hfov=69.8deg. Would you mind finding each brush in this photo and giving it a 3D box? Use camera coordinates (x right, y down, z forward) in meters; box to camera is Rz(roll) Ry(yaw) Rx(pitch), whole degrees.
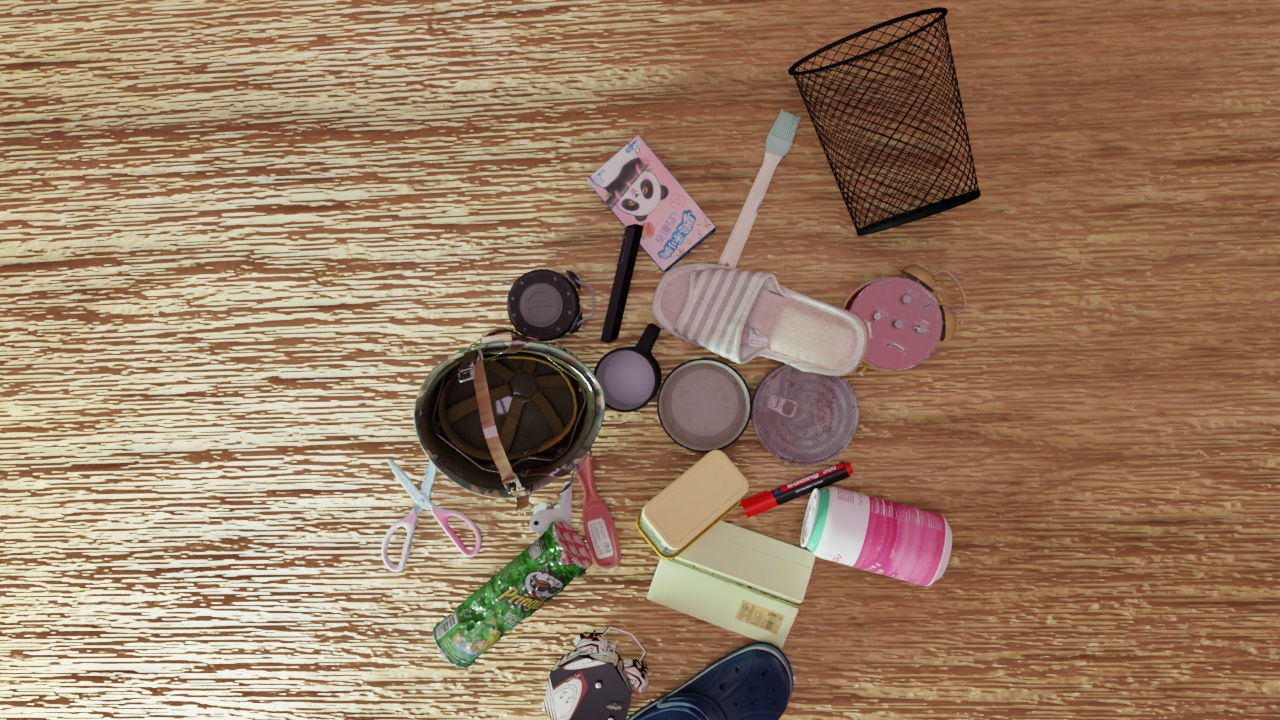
[{"bbox_3d":[-0.059,0.182,1.178,0.041,0.030,0.172,-15,91,7],"label":"brush"},{"bbox_3d":[0.147,-0.210,1.157,0.033,0.012,0.218,23,95,3],"label":"brush"}]

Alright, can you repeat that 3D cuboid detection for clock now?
[{"bbox_3d":[-0.117,-0.070,1.167,0.123,0.043,0.091,-3,92,5],"label":"clock"},{"bbox_3d":[-0.055,0.411,1.167,0.114,0.065,0.155,35,95,3],"label":"clock"},{"bbox_3d":[0.318,-0.052,1.111,0.159,0.081,0.117,-29,89,5],"label":"clock"}]

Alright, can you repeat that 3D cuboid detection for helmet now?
[{"bbox_3d":[-0.153,0.062,1.075,0.225,0.235,0.193,-11,106,19],"label":"helmet"}]

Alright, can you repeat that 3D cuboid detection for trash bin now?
[{"bbox_3d":[0.292,-0.267,1.064,0.184,0.184,0.210,-18,96,5],"label":"trash bin"}]

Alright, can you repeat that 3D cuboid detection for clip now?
[{"bbox_3d":[-0.115,0.203,1.185,0.054,0.041,0.102,1,102,-2],"label":"clip"}]

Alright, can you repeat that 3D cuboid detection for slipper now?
[{"bbox_3d":[0.140,-0.049,1.111,0.273,0.054,0.114,16,91,20],"label":"slipper"},{"bbox_3d":[0.082,0.452,1.145,0.253,0.095,0.105,-32,86,9],"label":"slipper"}]

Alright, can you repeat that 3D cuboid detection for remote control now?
[{"bbox_3d":[-0.024,-0.096,1.145,0.013,0.034,0.150,18,108,14],"label":"remote control"}]

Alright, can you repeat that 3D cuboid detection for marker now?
[{"bbox_3d":[0.198,0.161,1.159,0.145,0.021,0.023,-23,67,5],"label":"marker"}]

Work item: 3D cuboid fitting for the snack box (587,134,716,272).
[{"bbox_3d":[0.014,-0.196,1.157,0.088,0.033,0.154,-40,88,7],"label":"snack box"}]

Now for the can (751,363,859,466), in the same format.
[{"bbox_3d":[0.204,0.064,1.143,0.130,0.044,0.130,0,92,5],"label":"can"}]

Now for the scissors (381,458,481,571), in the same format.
[{"bbox_3d":[-0.293,0.208,1.208,0.168,0.014,0.170,-40,89,5],"label":"scissors"}]

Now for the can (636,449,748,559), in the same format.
[{"bbox_3d":[0.062,0.174,1.112,0.130,0.101,0.072,-38,79,-12],"label":"can"}]

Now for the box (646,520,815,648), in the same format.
[{"bbox_3d":[0.114,0.275,1.161,0.188,0.048,0.140,21,96,4],"label":"box"}]

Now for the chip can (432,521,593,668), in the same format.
[{"bbox_3d":[-0.164,0.299,1.158,0.223,0.075,0.075,-42,88,12],"label":"chip can"}]

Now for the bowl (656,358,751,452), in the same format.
[{"bbox_3d":[0.080,0.054,1.146,0.115,0.059,0.115,0,92,5],"label":"bowl"}]

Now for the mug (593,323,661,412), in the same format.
[{"bbox_3d":[-0.007,0.007,1.138,0.078,0.088,0.113,28,94,3],"label":"mug"}]

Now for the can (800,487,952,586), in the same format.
[{"bbox_3d":[0.286,0.213,1.119,0.166,0.088,0.088,14,93,4],"label":"can"}]
